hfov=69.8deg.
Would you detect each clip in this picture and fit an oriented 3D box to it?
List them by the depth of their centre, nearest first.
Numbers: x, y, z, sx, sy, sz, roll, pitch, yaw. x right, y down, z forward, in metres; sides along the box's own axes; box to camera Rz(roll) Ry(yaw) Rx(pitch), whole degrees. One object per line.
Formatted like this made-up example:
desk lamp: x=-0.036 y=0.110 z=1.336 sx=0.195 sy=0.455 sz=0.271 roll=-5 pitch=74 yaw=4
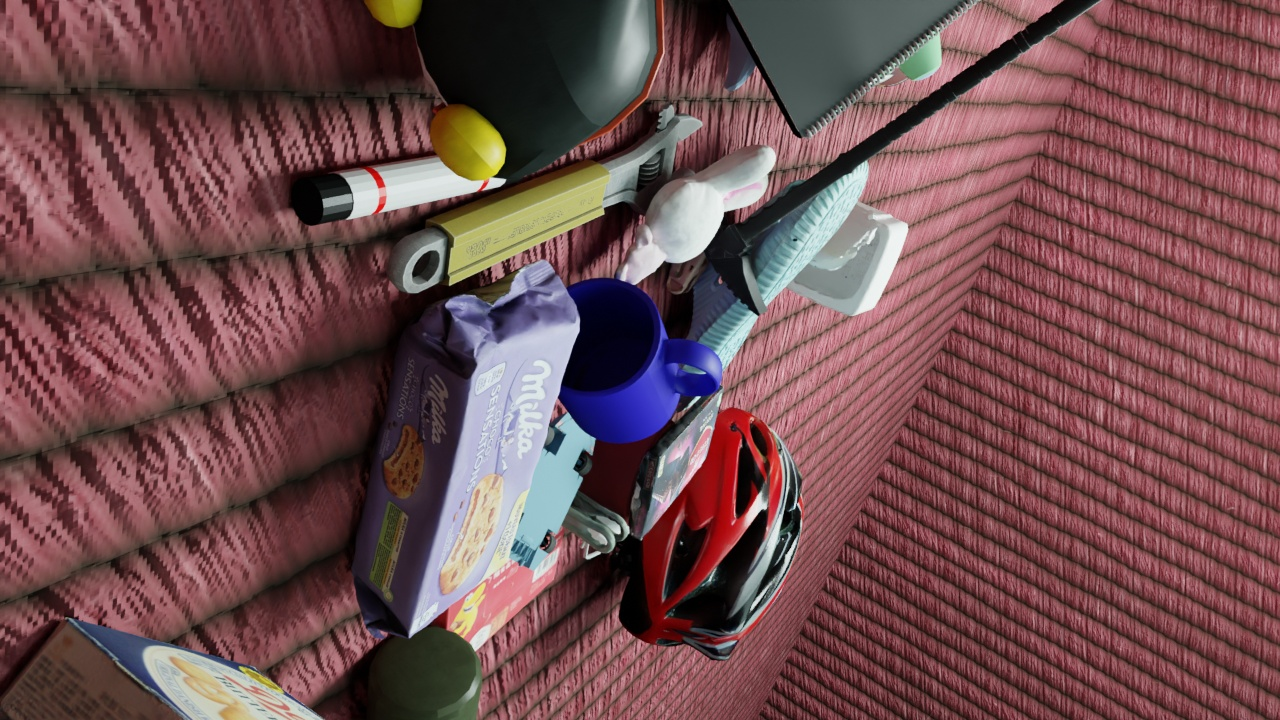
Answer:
clip: x=-0.044 y=0.111 z=0.667 sx=0.047 sy=0.076 sz=0.023 roll=-34 pitch=146 yaw=-47
clip: x=0.041 y=-0.078 z=0.693 sx=0.062 sy=0.025 sz=0.047 roll=-56 pitch=159 yaw=-7

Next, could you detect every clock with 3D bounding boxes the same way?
clock: x=-0.014 y=0.093 z=0.730 sx=0.137 sy=0.048 sz=0.096 roll=-70 pitch=163 yaw=4

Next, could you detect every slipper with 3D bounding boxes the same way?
slipper: x=0.078 y=-0.062 z=0.734 sx=0.115 sy=0.069 sz=0.277 roll=-41 pitch=168 yaw=-50

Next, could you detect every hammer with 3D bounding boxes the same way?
hammer: x=0.164 y=-0.139 z=0.563 sx=0.326 sy=0.095 sz=0.015 roll=-33 pitch=177 yaw=37

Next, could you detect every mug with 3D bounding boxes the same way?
mug: x=-0.003 y=0.003 z=0.578 sx=0.083 sy=0.111 sz=0.079 roll=65 pitch=33 yaw=-64

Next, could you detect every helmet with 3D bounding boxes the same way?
helmet: x=0.075 y=0.169 z=0.925 sx=0.218 sy=0.167 sz=0.271 roll=102 pitch=15 yaw=-44

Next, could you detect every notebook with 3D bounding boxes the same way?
notebook: x=0.139 y=-0.247 z=0.519 sx=0.206 sy=0.016 sz=0.149 roll=-39 pitch=123 yaw=-1

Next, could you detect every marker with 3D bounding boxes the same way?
marker: x=-0.088 y=-0.081 z=0.406 sx=0.145 sy=0.019 sz=0.019 roll=-29 pitch=142 yaw=-53

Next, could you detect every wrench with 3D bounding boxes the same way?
wrench: x=-0.037 y=-0.088 z=0.510 sx=0.272 sy=0.018 sz=0.084 roll=-36 pitch=152 yaw=-48

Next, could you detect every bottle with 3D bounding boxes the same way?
bottle: x=-0.154 y=0.275 z=0.633 sx=0.071 sy=0.071 sz=0.207 roll=-35 pitch=147 yaw=-48

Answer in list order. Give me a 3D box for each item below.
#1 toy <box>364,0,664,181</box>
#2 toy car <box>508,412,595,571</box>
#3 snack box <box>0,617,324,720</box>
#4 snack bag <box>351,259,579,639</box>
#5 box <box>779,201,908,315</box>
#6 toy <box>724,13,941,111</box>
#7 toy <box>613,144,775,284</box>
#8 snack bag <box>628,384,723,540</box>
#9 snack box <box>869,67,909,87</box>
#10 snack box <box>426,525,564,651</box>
toy: x=-0.038 y=-0.130 z=0.364 sx=0.100 sy=0.097 sz=0.119 roll=-21 pitch=-168 yaw=12
toy car: x=-0.071 y=0.087 z=0.635 sx=0.060 sy=0.028 sz=0.107 roll=45 pitch=63 yaw=-45
snack box: x=-0.164 y=0.174 z=0.388 sx=0.042 sy=0.144 sz=0.145 roll=-57 pitch=159 yaw=-17
snack bag: x=-0.098 y=0.046 z=0.491 sx=0.096 sy=0.058 sz=0.206 roll=-27 pitch=141 yaw=-58
box: x=0.163 y=-0.098 z=0.826 sx=0.130 sy=0.110 sz=0.103 roll=-24 pitch=138 yaw=-58
toy: x=0.139 y=-0.259 z=0.582 sx=0.222 sy=0.120 sz=0.171 roll=-24 pitch=116 yaw=-15
toy: x=0.030 y=-0.091 z=0.581 sx=0.125 sy=0.037 sz=0.076 roll=-37 pitch=165 yaw=-1
snack bag: x=0.030 y=0.076 z=0.729 sx=0.154 sy=0.018 sz=0.075 roll=-40 pitch=146 yaw=-60
snack box: x=0.177 y=-0.249 z=0.716 sx=0.121 sy=0.072 sz=0.072 roll=-26 pitch=140 yaw=-57
snack box: x=-0.104 y=0.164 z=0.672 sx=0.132 sy=0.021 sz=0.089 roll=-35 pitch=147 yaw=-48
